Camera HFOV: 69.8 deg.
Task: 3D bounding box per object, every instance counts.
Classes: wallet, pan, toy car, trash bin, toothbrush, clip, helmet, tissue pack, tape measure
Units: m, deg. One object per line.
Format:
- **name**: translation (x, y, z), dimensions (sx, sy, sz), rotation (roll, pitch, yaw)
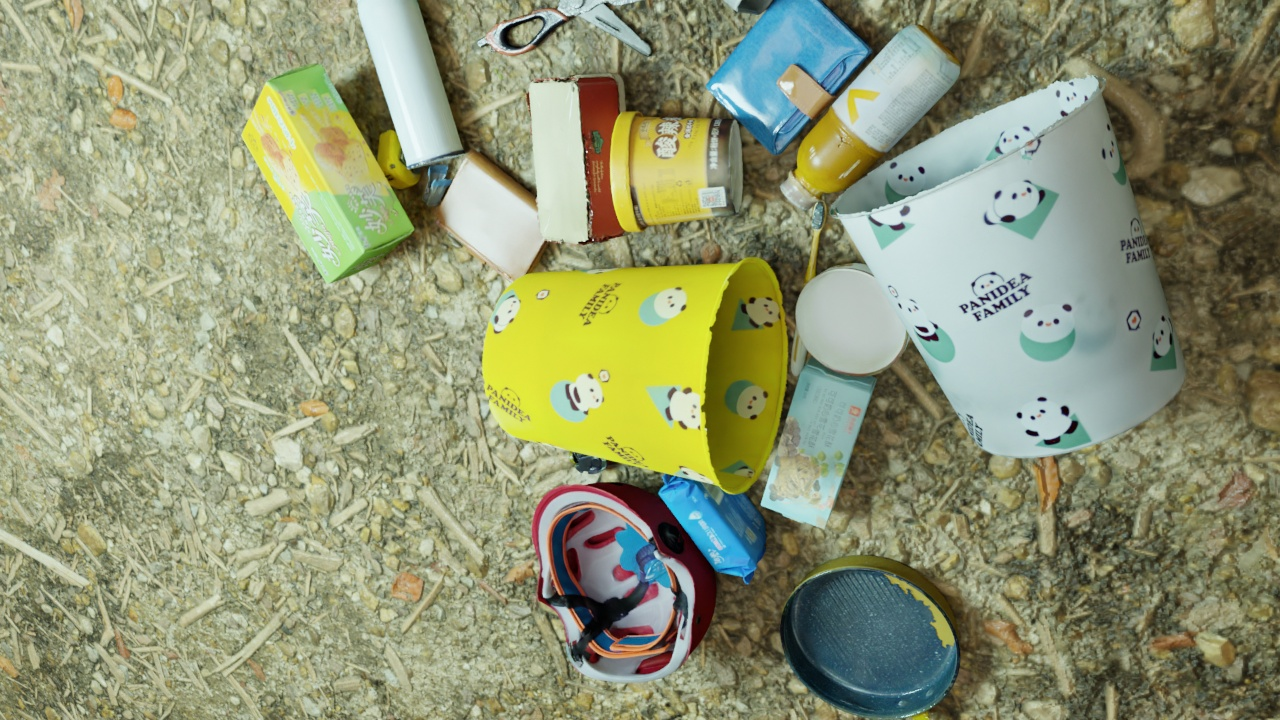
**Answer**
- **wallet**: translation (-0.165, -0.159, 1.047), dimensions (0.132, 0.031, 0.108), rotation (38, 117, 7)
- **pan**: translation (0.299, 0.383, 1.028), dimensions (0.198, 0.078, 0.357), rotation (-34, 94, 29)
- **wallet**: translation (0.139, -0.277, 0.876), dimensions (0.106, 0.040, 0.133), rotation (47, 120, 6)
- **toy car**: translation (-0.070, 0.086, 1.097), dimensions (0.049, 0.031, 0.106), rotation (-15, 101, 27)
- **trash bin**: translation (0.321, -0.071, 0.779), dimensions (0.230, 0.228, 0.252), rotation (-24, 103, 28)
- **trash bin**: translation (-0.006, 0.005, 0.941), dimensions (0.256, 0.229, 0.230), rotation (5, 111, 26)
- **toothbrush**: translation (0.172, -0.071, 0.946), dimensions (0.016, 0.018, 0.192), rotation (13, 113, 20)
- **clip**: translation (-0.237, -0.200, 1.063), dimensions (0.045, 0.027, 0.058), rotation (60, 143, 21)
- **helmet**: translation (-0.009, 0.241, 1.070), dimensions (0.208, 0.143, 0.240), rotation (-31, 82, 34)
- **tissue pack**: translation (0.084, 0.173, 1.030), dimensions (0.052, 0.094, 0.157), rotation (-36, 94, 26)
- **tape measure**: translation (-0.275, -0.227, 1.052), dimensions (0.029, 0.057, 0.060), rotation (-14, 63, 23)

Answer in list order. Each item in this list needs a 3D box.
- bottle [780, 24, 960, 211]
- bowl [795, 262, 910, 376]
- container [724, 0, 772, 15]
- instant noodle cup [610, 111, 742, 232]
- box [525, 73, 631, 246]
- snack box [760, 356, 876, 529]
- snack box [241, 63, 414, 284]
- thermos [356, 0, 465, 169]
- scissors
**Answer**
- **bottle**: translation (0.206, -0.218, 0.850), dimensions (0.068, 0.067, 0.190), rotation (45, 119, 2)
- **bowl**: translation (0.217, -0.046, 0.907), dimensions (0.113, 0.062, 0.114), rotation (16, 121, 28)
- **container**: translation (0.082, -0.387, 0.830), dimensions (0.114, 0.090, 0.090), rotation (42, 118, 7)
- **instant noodle cup**: translation (0.039, -0.188, 0.908), dimensions (0.114, 0.118, 0.118), rotation (1, 109, 14)
- **box**: translation (-0.069, -0.206, 0.948), dimensions (0.091, 0.080, 0.168), rotation (15, 115, 43)
- **snack box**: translation (0.189, 0.088, 0.979), dimensions (0.074, 0.051, 0.175), rotation (19, 115, 16)
- **snack box**: translation (-0.362, -0.207, 1.054), dimensions (0.158, 0.069, 0.210), rotation (-17, 103, 56)
- **thermos**: translation (-0.259, -0.328, 1.006), dimensions (0.073, 0.073, 0.224), rotation (-9, 105, 25)
- **scissors**: translation (-0.085, -0.374, 0.945), dimensions (0.227, 0.015, 0.189), rotation (-20, 100, 26)
